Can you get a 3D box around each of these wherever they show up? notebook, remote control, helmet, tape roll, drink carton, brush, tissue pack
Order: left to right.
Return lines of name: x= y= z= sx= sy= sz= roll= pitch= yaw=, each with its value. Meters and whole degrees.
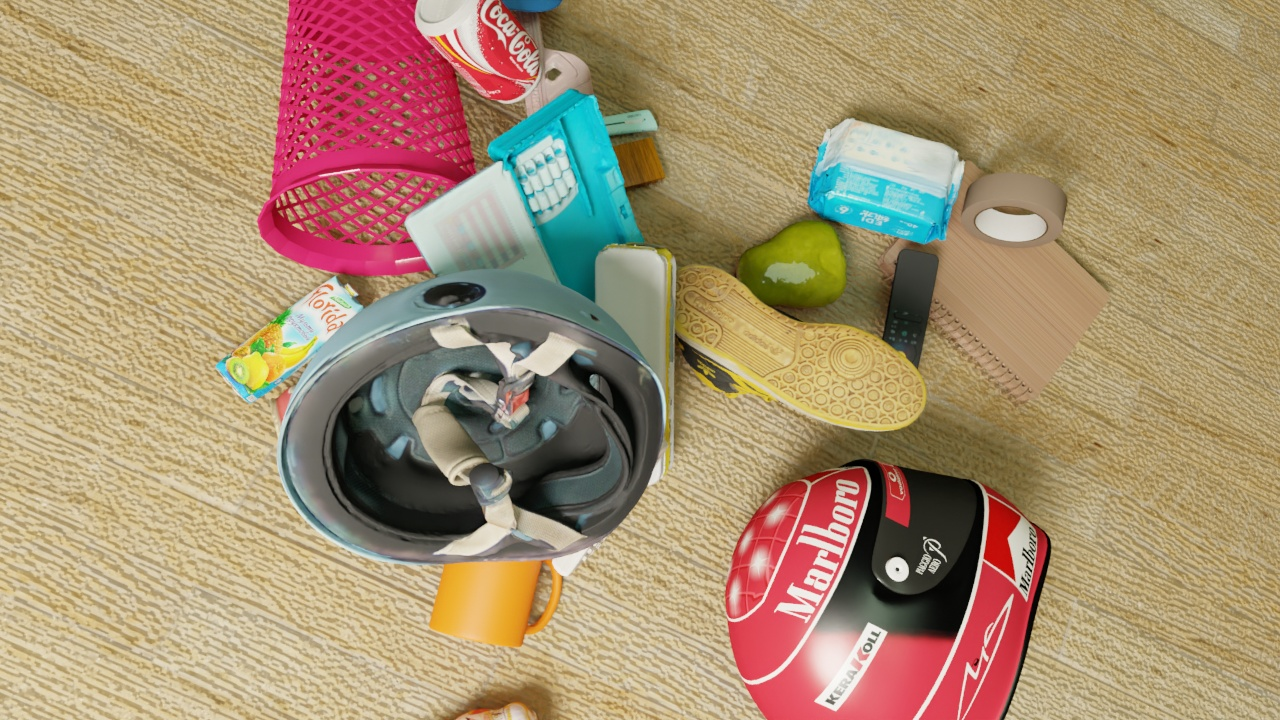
drink carton: x=-0.294 y=-0.019 z=0.780 sx=0.128 sy=0.039 sz=0.044 roll=-42 pitch=90 yaw=-17
helmet: x=-0.125 y=0.037 z=0.672 sx=0.265 sy=0.166 sz=0.226 roll=-4 pitch=120 yaw=-20
brush: x=-0.042 y=-0.178 z=0.879 sx=0.126 sy=0.017 sz=0.048 roll=-17 pitch=83 yaw=-15
remote control: x=-0.026 y=0.120 z=0.769 sx=0.025 sy=0.060 sz=0.139 roll=37 pitch=109 yaw=10
helmet: x=0.188 y=0.193 z=0.763 sx=0.224 sy=0.198 sz=0.270 roll=31 pitch=66 yaw=-5
tissue pack: x=0.240 y=-0.177 z=0.910 sx=0.144 sy=0.062 sz=0.092 roll=17 pitch=76 yaw=5
remote control: x=0.258 y=-0.032 z=0.900 sx=0.041 sy=0.020 sz=0.152 roll=11 pitch=90 yaw=-3
notebook: x=0.363 y=-0.079 z=0.946 sx=0.210 sy=0.022 sz=0.168 roll=43 pitch=73 yaw=-1
tape roll: x=0.366 y=-0.146 z=0.900 sx=0.093 sy=0.094 sz=0.030 roll=20 pitch=73 yaw=-8

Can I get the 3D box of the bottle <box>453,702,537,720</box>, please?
bottle: x=-0.135 y=0.314 z=0.737 sx=0.108 sy=0.063 sz=0.063 roll=-6 pitch=80 yaw=-13

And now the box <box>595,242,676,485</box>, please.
box: x=-0.005 y=0.005 z=0.783 sx=0.044 sy=0.066 sz=0.210 roll=-22 pitch=117 yaw=-54

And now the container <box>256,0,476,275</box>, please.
container: x=-0.226 y=-0.212 z=0.774 sx=0.183 sy=0.183 sz=0.225 roll=-4 pitch=72 yaw=-13

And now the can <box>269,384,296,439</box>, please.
can: x=-0.217 y=0.035 z=0.772 sx=0.170 sy=0.067 sz=0.067 roll=-16 pitch=83 yaw=-15

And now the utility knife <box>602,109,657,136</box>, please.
utility knife: x=-0.043 y=-0.225 z=0.891 sx=0.120 sy=0.015 sz=0.022 roll=-11 pitch=83 yaw=-11

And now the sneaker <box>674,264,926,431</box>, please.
sneaker: x=0.129 y=0.005 z=0.811 sx=0.238 sy=0.122 sz=0.086 roll=29 pitch=78 yaw=17

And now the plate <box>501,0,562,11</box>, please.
plate: x=-0.169 y=-0.381 z=0.817 sx=0.224 sy=0.024 sz=0.223 roll=20 pitch=36 yaw=-15

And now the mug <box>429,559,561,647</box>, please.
mug: x=-0.111 y=0.185 z=0.767 sx=0.112 sy=0.078 sz=0.095 roll=23 pitch=73 yaw=-36

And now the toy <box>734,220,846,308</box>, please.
toy: x=0.144 y=-0.091 z=0.885 sx=0.110 sy=0.051 sz=0.090 roll=-9 pitch=78 yaw=-11

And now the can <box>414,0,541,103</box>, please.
can: x=-0.129 y=-0.261 z=0.747 sx=0.064 sy=0.104 sz=0.064 roll=-10 pitch=65 yaw=23

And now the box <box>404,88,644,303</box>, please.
box: x=-0.080 y=-0.082 z=0.762 sx=0.181 sy=0.227 sz=0.039 roll=-38 pitch=48 yaw=-16

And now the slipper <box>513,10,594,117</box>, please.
slipper: x=-0.072 y=-0.236 z=0.831 sx=0.064 sy=0.094 sz=0.239 roll=-11 pitch=69 yaw=-3
